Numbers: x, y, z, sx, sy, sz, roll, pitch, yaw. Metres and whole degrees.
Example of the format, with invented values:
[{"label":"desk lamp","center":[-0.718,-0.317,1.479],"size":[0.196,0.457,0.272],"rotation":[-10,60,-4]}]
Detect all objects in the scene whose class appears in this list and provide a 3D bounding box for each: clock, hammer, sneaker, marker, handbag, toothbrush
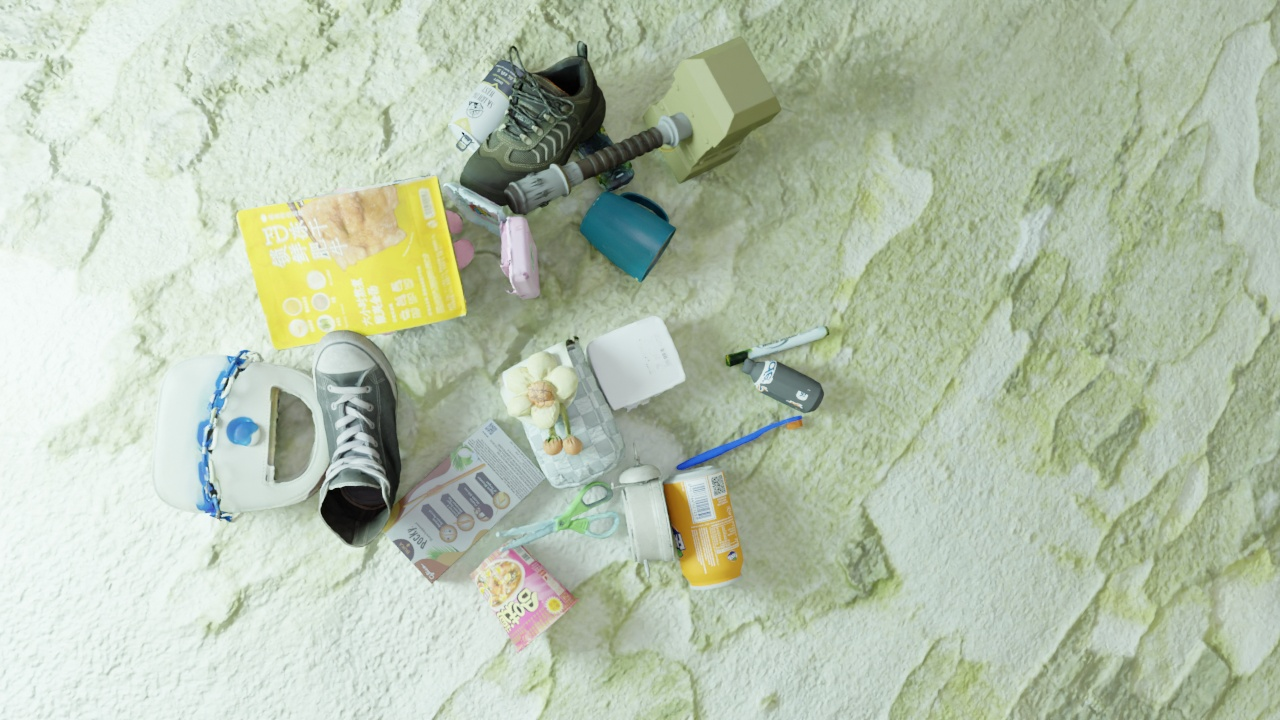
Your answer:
[{"label":"clock","center":[0.001,0.179,1.129],"size":[0.061,0.103,0.157],"rotation":[-10,91,-3]},{"label":"hammer","center":[-0.014,-0.252,1.096],"size":[0.324,0.191,0.100],"rotation":[-29,89,-20]},{"label":"sneaker","center":[-0.124,-0.294,1.103],"size":[0.101,0.143,0.237],"rotation":[32,64,17]},{"label":"marker","center":[0.182,-0.019,1.219],"size":[0.146,0.017,0.017],"rotation":[-17,87,-10]},{"label":"handbag","center":[-0.460,0.088,1.078],"size":[0.199,0.093,0.200],"rotation":[1,84,-16]},{"label":"toothbrush","center":[0.131,0.110,1.199],"size":[0.182,0.016,0.018],"rotation":[-21,93,-10]},{"label":"handbag","center":[-0.094,0.071,1.110],"size":[0.112,0.123,0.171],"rotation":[-26,92,9]},{"label":"sneaker","center":[-0.324,0.087,1.035],"size":[0.095,0.119,0.235],"rotation":[0,110,-9]}]

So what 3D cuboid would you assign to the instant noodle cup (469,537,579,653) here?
[{"label":"instant noodle cup","center":[-0.145,0.278,1.107],"size":[0.097,0.098,0.108],"rotation":[-39,83,-10]}]

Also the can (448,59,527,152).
[{"label":"can","center":[-0.190,-0.317,1.165],"size":[0.064,0.064,0.127],"rotation":[38,80,-4]}]

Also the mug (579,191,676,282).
[{"label":"mug","center":[-0.013,-0.172,1.178],"size":[0.104,0.085,0.111],"rotation":[34,52,1]}]

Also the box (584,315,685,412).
[{"label":"box","center":[-0.008,0.007,1.177],"size":[0.107,0.076,0.102],"rotation":[-23,90,-8]}]

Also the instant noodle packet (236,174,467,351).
[{"label":"instant noodle packet","center":[-0.322,-0.111,1.037],"size":[0.221,0.084,0.163],"rotation":[-13,108,-10]}]

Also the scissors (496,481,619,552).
[{"label":"scissors","center":[-0.102,0.193,1.124],"size":[0.175,0.033,0.078],"rotation":[-8,90,-38]}]

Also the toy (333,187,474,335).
[{"label":"toy","center":[-0.324,-0.125,1.116],"size":[0.238,0.088,0.190],"rotation":[-17,95,-17]}]

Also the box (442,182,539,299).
[{"label":"box","center":[-0.158,-0.144,1.083],"size":[0.073,0.201,0.150],"rotation":[-31,90,-4]}]

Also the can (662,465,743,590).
[{"label":"can","center":[0.079,0.208,1.149],"size":[0.079,0.079,0.142],"rotation":[-12,87,-10]}]

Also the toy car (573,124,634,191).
[{"label":"toy car","center":[-0.052,-0.266,1.198],"size":[0.048,0.033,0.105],"rotation":[-33,78,-13]}]

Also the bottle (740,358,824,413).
[{"label":"bottle","center":[0.184,0.030,1.199],"size":[0.112,0.047,0.047],"rotation":[25,81,-5]}]

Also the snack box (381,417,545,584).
[{"label":"snack box","center":[-0.220,0.171,1.131],"size":[0.185,0.032,0.101],"rotation":[-43,92,-10]}]
